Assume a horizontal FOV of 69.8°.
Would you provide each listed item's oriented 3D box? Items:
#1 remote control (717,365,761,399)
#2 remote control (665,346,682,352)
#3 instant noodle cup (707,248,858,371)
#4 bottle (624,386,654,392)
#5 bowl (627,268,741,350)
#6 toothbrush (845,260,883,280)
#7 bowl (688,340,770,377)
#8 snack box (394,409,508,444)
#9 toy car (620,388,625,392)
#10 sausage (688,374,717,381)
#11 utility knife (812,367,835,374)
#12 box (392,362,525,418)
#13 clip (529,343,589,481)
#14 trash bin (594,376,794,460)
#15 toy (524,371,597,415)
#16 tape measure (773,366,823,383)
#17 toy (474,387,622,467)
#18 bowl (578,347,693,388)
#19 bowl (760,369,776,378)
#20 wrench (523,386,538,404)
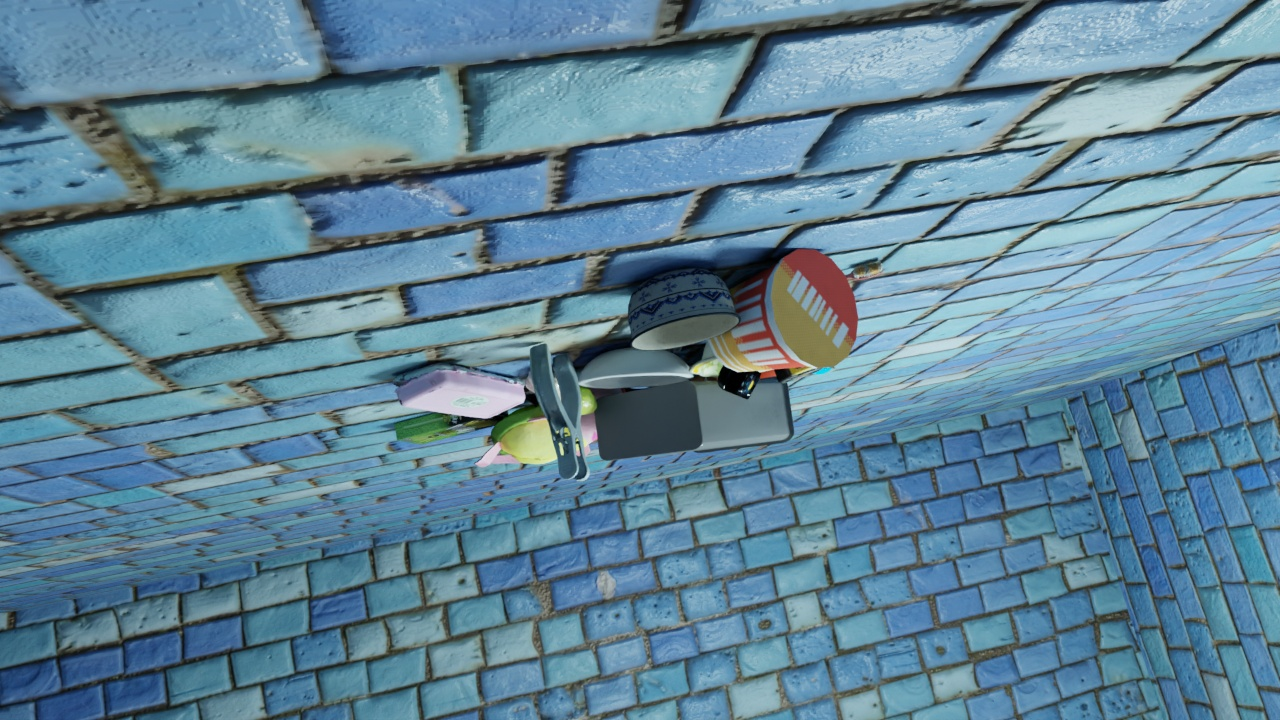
[{"bbox_3d":[0.127,0.024,1.166,0.020,0.041,0.151,27,-178,21],"label":"remote control"},{"bbox_3d":[0.044,-0.029,1.170,0.028,0.011,0.124,-11,167,-8],"label":"remote control"},{"bbox_3d":[0.144,-0.043,0.984,0.123,0.123,0.121,-3,172,-36],"label":"instant noodle cup"},{"bbox_3d":[-0.016,0.069,1.452,0.175,0.055,0.055,-25,163,32],"label":"bottle"},{"bbox_3d":[0.039,-0.056,0.937,0.115,0.059,0.115,-12,168,-3],"label":"bowl"},{"bbox_3d":[0.188,-0.085,1.061,0.185,0.015,0.015,-14,165,12],"label":"toothbrush"},{"bbox_3d":[0.160,-0.032,1.164,0.219,0.060,0.189,-7,167,-19],"label":"bowl"},{"bbox_3d":[-0.278,0.093,1.361,0.148,0.025,0.080,-15,167,9],"label":"snack box"},{"bbox_3d":[-0.038,0.084,1.404,0.036,0.091,0.042,13,155,-34],"label":"toy car"},{"bbox_3d":[0.114,0.033,1.440,0.165,0.039,0.044,-32,-162,53],"label":"sausage"},{"bbox_3d":[0.211,0.008,1.214,0.031,0.015,0.158,-24,162,34],"label":"utility knife"},{"bbox_3d":[-0.220,0.034,1.145,0.086,0.044,0.202,-22,164,19],"label":"box"},{"bbox_3d":[-0.086,0.064,1.126,0.029,0.172,0.143,-14,177,15],"label":"clip"},{"bbox_3d":[0.077,0.083,1.298,0.192,0.097,0.219,-12,172,40],"label":"trash bin"},{"bbox_3d":[-0.110,0.041,1.228,0.092,0.046,0.115,15,167,26],"label":"toy"},{"bbox_3d":[0.193,0.002,1.121,0.062,0.038,0.067,-17,172,-17],"label":"tape measure"},{"bbox_3d":[-0.133,0.103,1.351,0.238,0.087,0.190,-25,150,10],"label":"toy"},{"bbox_3d":[-0.007,0.007,1.189,0.149,0.043,0.149,-3,172,-1],"label":"bowl"},{"bbox_3d":[0.202,0.029,1.451,0.122,0.035,0.122,-28,172,-4],"label":"bowl"},{"bbox_3d":[-0.148,0.063,1.393,0.070,0.010,0.273,-14,167,5],"label":"wrench"}]
